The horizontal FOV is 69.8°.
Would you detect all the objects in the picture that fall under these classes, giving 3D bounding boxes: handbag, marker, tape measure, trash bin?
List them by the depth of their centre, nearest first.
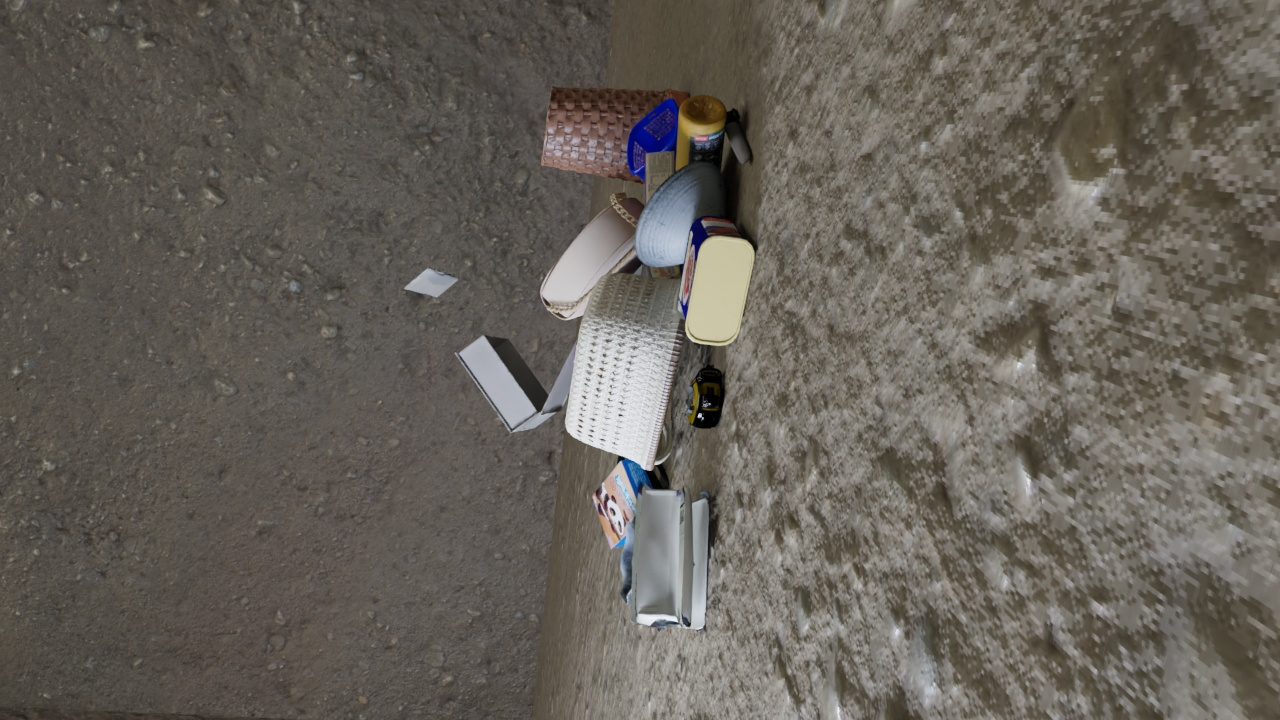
[{"bbox_3d":[0.068,0.044,1.005,0.062,0.034,0.061,112,160,-65],"label":"tape measure"},{"bbox_3d":[0.107,-0.250,1.015,0.022,0.016,0.138,-53,24,26],"label":"marker"},{"bbox_3d":[0.041,0.224,1.019,0.176,0.074,0.151,66,-154,-67],"label":"handbag"},{"bbox_3d":[-0.041,-0.352,1.412,0.151,0.210,0.151,-175,91,-82],"label":"trash bin"},{"bbox_3d":[-0.051,-0.157,1.466,0.209,0.103,0.210,-50,-8,21],"label":"handbag"}]

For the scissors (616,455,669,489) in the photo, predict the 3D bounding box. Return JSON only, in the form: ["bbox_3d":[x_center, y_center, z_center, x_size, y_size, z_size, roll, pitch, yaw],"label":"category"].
[{"bbox_3d":[-0.006,0.154,1.315,0.203,0.015,0.202,11,111,64],"label":"scissors"}]

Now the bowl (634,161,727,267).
[{"bbox_3d":[0.062,-0.149,1.031,0.057,0.136,0.137,42,140,28],"label":"bowl"}]

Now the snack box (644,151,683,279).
[{"bbox_3d":[0.035,-0.176,1.224,0.148,0.040,0.143,75,-166,-59],"label":"snack box"}]

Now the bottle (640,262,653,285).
[{"bbox_3d":[0.029,-0.084,1.318,0.173,0.046,0.084,-98,16,-59],"label":"bottle"}]

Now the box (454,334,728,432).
[{"bbox_3d":[-0.075,0.006,1.533,0.167,0.422,0.173,2,-104,-83],"label":"box"}]

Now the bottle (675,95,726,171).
[{"bbox_3d":[0.067,-0.220,1.074,0.186,0.053,0.053,91,179,-55],"label":"bottle"}]

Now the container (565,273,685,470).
[{"bbox_3d":[-0.007,0.007,1.170,0.184,0.143,0.247,-73,-5,-56],"label":"container"}]

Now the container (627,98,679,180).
[{"bbox_3d":[0.035,-0.297,1.280,0.096,0.058,0.114,-33,40,30],"label":"container"}]

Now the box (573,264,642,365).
[{"bbox_3d":[-0.037,-0.083,1.484,0.200,0.038,0.153,-52,-13,-30],"label":"box"}]

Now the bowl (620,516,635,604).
[{"bbox_3d":[0.007,0.263,1.203,0.110,0.055,0.110,-176,91,-82],"label":"bowl"}]

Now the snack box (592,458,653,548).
[{"bbox_3d":[-0.022,0.205,1.315,0.087,0.034,0.152,68,153,19],"label":"snack box"}]

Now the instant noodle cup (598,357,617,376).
[{"bbox_3d":[-0.031,0.056,1.436,0.122,0.123,0.123,91,178,-47],"label":"instant noodle cup"}]

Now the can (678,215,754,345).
[{"bbox_3d":[0.076,-0.087,0.965,0.092,0.056,0.116,-99,17,-65],"label":"can"}]
